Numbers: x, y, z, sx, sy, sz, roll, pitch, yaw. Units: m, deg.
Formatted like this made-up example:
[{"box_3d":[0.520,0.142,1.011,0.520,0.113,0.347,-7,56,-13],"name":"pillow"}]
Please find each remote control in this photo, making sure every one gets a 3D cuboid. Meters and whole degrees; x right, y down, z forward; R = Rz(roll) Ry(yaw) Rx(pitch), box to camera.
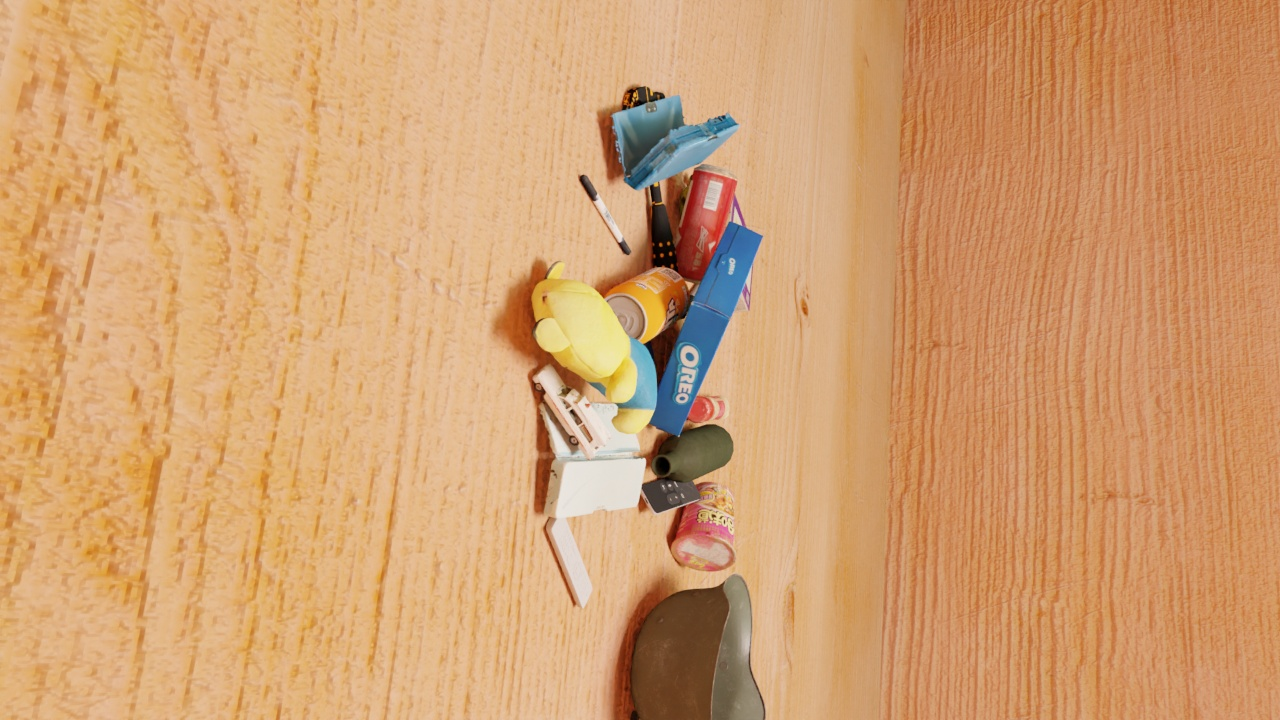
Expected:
[{"box_3d":[-0.083,0.233,1.069,0.033,0.012,0.131,-61,143,-50],"name":"remote control"},{"box_3d":[0.044,0.189,1.311,0.146,0.008,0.045,-2,59,-61],"name":"remote control"}]

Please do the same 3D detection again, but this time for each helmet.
[{"box_3d":[0.072,0.407,1.233,0.266,0.154,0.227,-61,141,-46],"name":"helmet"}]

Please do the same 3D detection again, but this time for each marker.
[{"box_3d":[-0.043,-0.182,1.162,0.152,0.011,0.011,56,41,-51],"name":"marker"},{"box_3d":[0.086,-0.105,1.432,0.140,0.016,0.016,-55,138,-51],"name":"marker"}]

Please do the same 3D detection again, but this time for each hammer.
[{"box_3d":[0.022,-0.218,1.280,0.123,0.036,0.321,-30,114,-61],"name":"hammer"}]

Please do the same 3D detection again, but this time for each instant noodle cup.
[{"box_3d":[0.101,0.246,1.383,0.108,0.098,0.098,-77,153,-44],"name":"instant noodle cup"}]

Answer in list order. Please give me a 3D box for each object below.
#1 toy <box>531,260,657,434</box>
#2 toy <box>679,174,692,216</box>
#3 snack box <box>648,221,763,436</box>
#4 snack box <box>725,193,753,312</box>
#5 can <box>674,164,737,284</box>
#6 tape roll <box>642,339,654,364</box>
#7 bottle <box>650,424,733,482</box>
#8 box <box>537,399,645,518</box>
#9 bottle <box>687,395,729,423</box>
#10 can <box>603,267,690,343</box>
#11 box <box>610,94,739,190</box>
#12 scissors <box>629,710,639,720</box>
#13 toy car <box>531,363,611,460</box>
[{"box_3d":[-0.049,-0.017,1.023,0.214,0.084,0.149,52,6,-43],"name":"toy"},{"box_3d":[0.084,-0.239,1.409,0.093,0.036,0.094,-27,107,-66],"name":"toy"},{"box_3d":[0.086,-0.042,1.255,0.195,0.056,0.239,-64,175,-45],"name":"snack box"},{"box_3d":[0.150,-0.179,1.521,0.143,0.041,0.147,62,29,-45],"name":"snack box"},{"box_3d":[0.091,-0.197,1.341,0.067,0.067,0.170,0,106,-65],"name":"can"},{"box_3d":[-0.007,0.007,1.229,0.092,0.016,0.091,-23,110,-63],"name":"tape roll"},{"box_3d":[0.071,0.138,1.332,0.206,0.072,0.071,-7,96,-65],"name":"bottle"},{"box_3d":[-0.053,0.116,1.091,0.197,0.049,0.136,10,73,-63],"name":"box"},{"box_3d":[0.107,0.076,1.446,0.109,0.044,0.044,2,88,-66],"name":"bottle"},{"box_3d":[0.005,-0.069,1.181,0.142,0.079,0.079,-35,121,-61],"name":"can"},{"box_3d":[0.038,-0.309,1.231,0.102,0.094,0.230,52,33,-1],"name":"box"},{"box_3d":[-0.019,0.530,1.198,0.127,0.019,0.153,-63,145,-42],"name":"scissors"},{"box_3d":[-0.074,0.054,1.018,0.113,0.039,0.039,58,25,-9],"name":"toy car"}]
